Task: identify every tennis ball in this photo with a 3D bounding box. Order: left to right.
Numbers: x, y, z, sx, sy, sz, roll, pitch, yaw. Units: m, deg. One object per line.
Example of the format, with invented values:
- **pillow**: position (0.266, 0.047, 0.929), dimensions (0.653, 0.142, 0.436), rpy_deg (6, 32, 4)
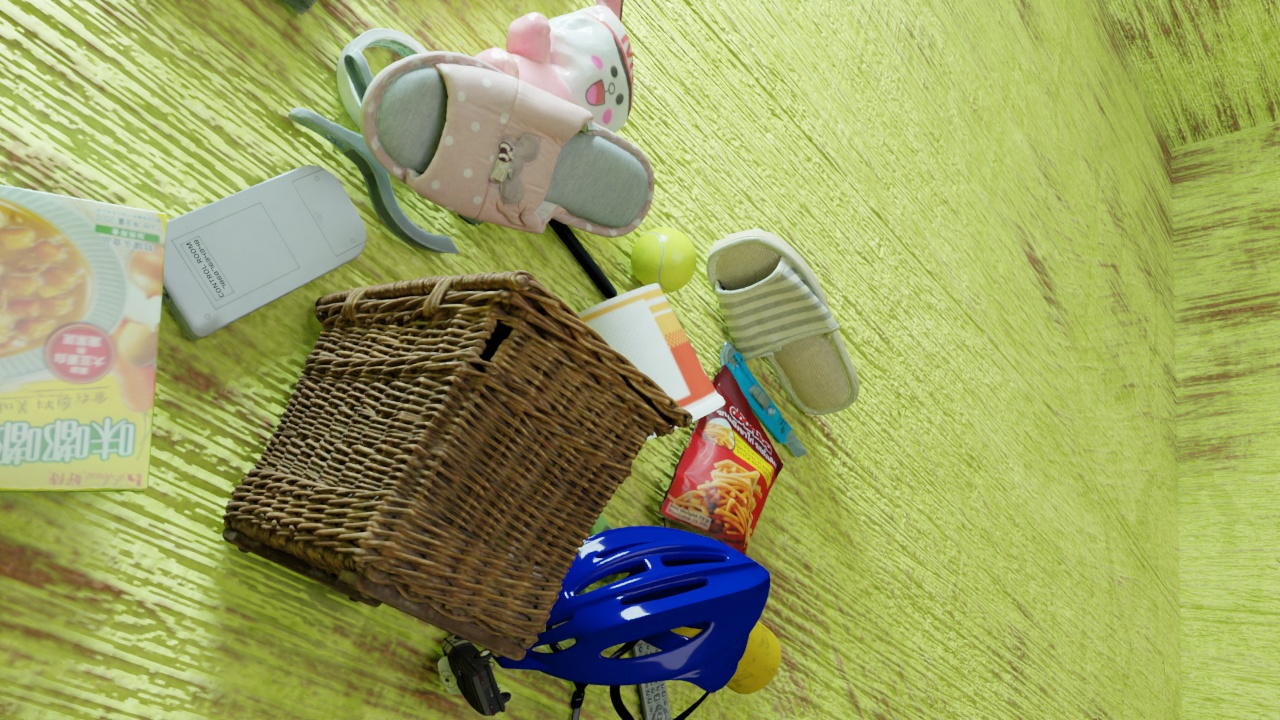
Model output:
- **tennis ball**: position (0.023, -0.099, 0.905), dimensions (0.065, 0.065, 0.065), rpy_deg (13, 72, -46)

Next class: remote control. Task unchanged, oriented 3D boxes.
- **remote control**: position (-0.259, -0.079, 0.626), dimensions (0.150, 0.019, 0.074), rpy_deg (-40, 109, -42)
- **remote control**: position (0.014, 0.322, 0.843), dimensions (0.033, 0.013, 0.136), rpy_deg (-5, 86, -48)

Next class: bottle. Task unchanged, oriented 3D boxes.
- **bottle**: position (0.062, 0.249, 0.868), dimensions (0.164, 0.071, 0.070), rpy_deg (45, 52, -32)

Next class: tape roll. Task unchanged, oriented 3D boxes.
- **tape roll**: position (-0.194, -0.215, 0.728), dimensions (0.093, 0.018, 0.093), rpy_deg (13, 72, -45)

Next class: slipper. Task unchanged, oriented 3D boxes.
- **slipper**: position (-0.086, -0.158, 0.720), dimensions (0.273, 0.054, 0.114), rpy_deg (10, 103, -42)
- **slipper**: position (0.164, -0.030, 1.020), dimensions (0.272, 0.115, 0.053), rpy_deg (51, 28, -31)

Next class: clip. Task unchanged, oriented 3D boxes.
- **clip**: position (-0.176, -0.164, 0.706), dimensions (0.163, 0.028, 0.114), rpy_deg (48, 65, -36)

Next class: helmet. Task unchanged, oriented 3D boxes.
- **helmet**: position (-0.003, 0.246, 0.732), dimensions (0.241, 0.148, 0.227), rpy_deg (2, 94, -27)

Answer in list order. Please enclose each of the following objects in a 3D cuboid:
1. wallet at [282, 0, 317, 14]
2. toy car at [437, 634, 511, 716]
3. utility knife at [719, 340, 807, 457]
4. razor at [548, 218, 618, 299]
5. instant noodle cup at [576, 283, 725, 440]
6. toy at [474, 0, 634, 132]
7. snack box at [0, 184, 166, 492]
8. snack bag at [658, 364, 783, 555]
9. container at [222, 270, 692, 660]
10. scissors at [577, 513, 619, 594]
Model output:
- **wallet**: position (-0.266, -0.327, 0.654), dimensions (0.131, 0.054, 0.100), rpy_deg (41, 54, -40)
- **toy car**: position (-0.123, 0.226, 0.660), dimensions (0.037, 0.092, 0.040), rpy_deg (-21, 99, -24)
- **utility knife**: position (0.140, 0.050, 1.039), dimensions (0.031, 0.015, 0.185), rpy_deg (-50, 120, -17)
- **razor**: position (-0.041, -0.081, 0.868), dimensions (0.043, 0.022, 0.144), rpy_deg (-38, 111, -2)
- **instant noodle cup**: position (-0.005, 0.005, 0.819), dimensions (0.123, 0.124, 0.121), rpy_deg (-22, 91, -48)
- **toy**: position (-0.072, -0.244, 0.817), dimensions (0.212, 0.084, 0.142), rpy_deg (-47, 134, -38)
- **snack box**: position (-0.340, -0.012, 0.506), dimensions (0.131, 0.027, 0.168), rpy_deg (7, 77, -39)
- **snack bag**: position (0.086, 0.121, 0.953), dimensions (0.139, 0.067, 0.207), rpy_deg (51, 39, -20)
- **container**: position (-0.132, 0.066, 0.582), dimensions (0.162, 0.250, 0.182), rpy_deg (40, 64, -35)
- **scissors**: position (-0.049, 0.118, 0.822), dimensions (0.092, 0.032, 0.175), rpy_deg (3, 83, -44)
